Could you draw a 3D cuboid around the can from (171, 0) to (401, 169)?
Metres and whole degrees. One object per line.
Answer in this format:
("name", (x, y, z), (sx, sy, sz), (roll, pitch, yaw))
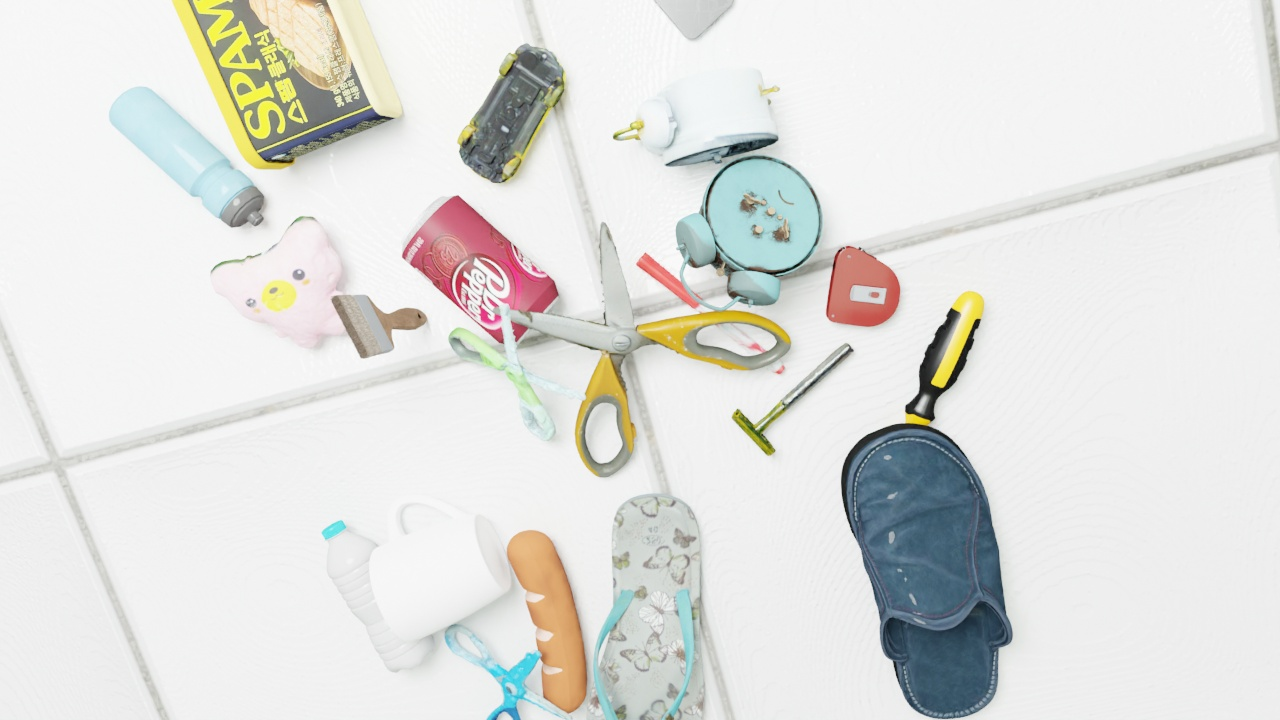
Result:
("can", (-0.249, -0.220, 0.659), (0.104, 0.075, 0.135), (-20, 101, 6))

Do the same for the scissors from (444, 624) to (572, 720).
("scissors", (-0.114, 0.279, 0.776), (0.134, 0.011, 0.140), (20, 121, 22))

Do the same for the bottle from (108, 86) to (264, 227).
("bottle", (-0.339, -0.150, 0.697), (0.130, 0.040, 0.040), (43, 102, -6))

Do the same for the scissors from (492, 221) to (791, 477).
("scissors", (-0.004, 0.003, 0.690), (0.225, 0.016, 0.230), (9, 122, -13))

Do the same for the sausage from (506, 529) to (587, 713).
("sausage", (-0.074, 0.217, 0.762), (0.044, 0.039, 0.164), (-14, 103, -11))

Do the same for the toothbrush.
("toothbrush", (0.217, 0.038, 0.708), (0.031, 0.031, 0.197), (20, 108, 3))

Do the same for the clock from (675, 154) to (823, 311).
("clock", (0.074, -0.087, 0.654), (0.090, 0.053, 0.124), (40, 74, -3))

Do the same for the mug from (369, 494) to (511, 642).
("mug", (-0.164, 0.157, 0.744), (0.088, 0.081, 0.114), (-24, 69, 3))

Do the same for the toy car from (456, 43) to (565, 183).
("toy car", (-0.094, -0.182, 0.677), (0.049, 0.030, 0.107), (35, 105, -3))

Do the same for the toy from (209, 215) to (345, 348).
("toy", (-0.271, -0.054, 0.710), (0.102, 0.050, 0.093), (-23, 105, 12))

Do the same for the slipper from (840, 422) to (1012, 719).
("slipper", (0.230, 0.178, 0.703), (0.109, 0.083, 0.266), (-14, 106, 5))

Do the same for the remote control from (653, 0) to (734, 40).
("remote control", (0.005, -0.298, 0.654), (0.045, 0.008, 0.146), (-41, 97, 12))

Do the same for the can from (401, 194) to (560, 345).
("can", (-0.120, -0.067, 0.688), (0.114, 0.063, 0.063), (42, 102, -6))

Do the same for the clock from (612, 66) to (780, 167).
("clock", (0.038, -0.166, 0.645), (0.117, 0.083, 0.057), (-11, 96, 3))

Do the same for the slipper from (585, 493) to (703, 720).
("slipper", (0.010, 0.243, 0.757), (0.098, 0.054, 0.269), (7, 102, 0))

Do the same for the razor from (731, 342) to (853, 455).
("razor", (0.124, 0.024, 0.714), (0.106, 0.026, 0.042), (-43, 94, 8))

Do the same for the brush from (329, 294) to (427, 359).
("brush", (-0.180, -0.027, 0.661), (0.008, 0.143, 0.045), (-27, 91, 8))

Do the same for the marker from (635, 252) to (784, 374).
("marker", (0.055, -0.035, 0.710), (0.142, 0.012, 0.013), (38, 102, -5))

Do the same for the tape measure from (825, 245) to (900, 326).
("tape measure", (0.170, -0.055, 0.692), (0.051, 0.019, 0.059), (7, 103, 3))

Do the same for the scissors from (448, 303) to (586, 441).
("scissors", (-0.087, 0.013, 0.678), (0.024, 0.171, 0.166), (-38, 125, -25))

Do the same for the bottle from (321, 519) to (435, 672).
("bottle", (-0.223, 0.195, 0.766), (0.044, 0.044, 0.136), (-27, 100, 9))
